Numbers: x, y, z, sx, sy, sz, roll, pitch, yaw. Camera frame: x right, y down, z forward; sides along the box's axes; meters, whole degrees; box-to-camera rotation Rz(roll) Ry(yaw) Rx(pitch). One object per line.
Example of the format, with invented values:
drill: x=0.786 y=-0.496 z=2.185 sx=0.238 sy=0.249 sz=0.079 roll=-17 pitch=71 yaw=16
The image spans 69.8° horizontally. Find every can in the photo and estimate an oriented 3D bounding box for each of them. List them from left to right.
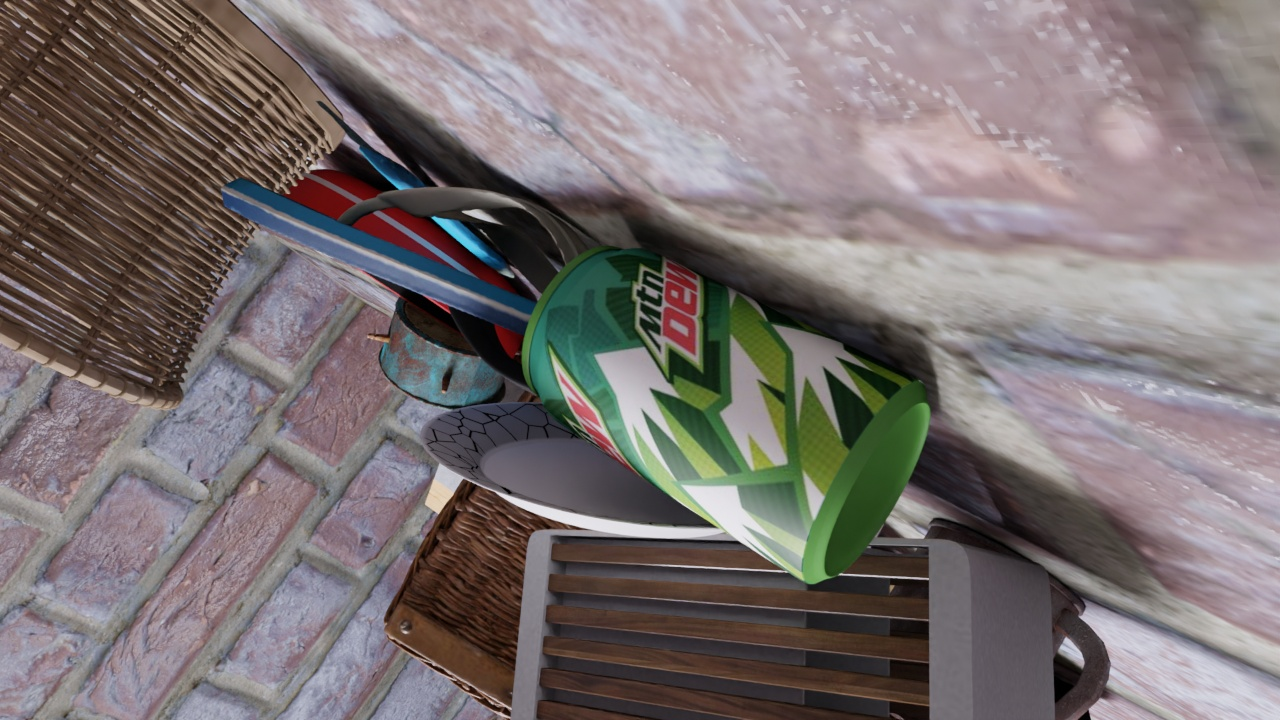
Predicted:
can: x=0.029 y=0.015 z=0.358 sx=0.144 sy=0.083 sz=0.083 roll=30 pitch=170 yaw=29

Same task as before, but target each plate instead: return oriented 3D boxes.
plate: x=-0.010 y=0.053 z=0.440 sx=0.188 sy=0.016 sz=0.188 roll=9 pitch=-170 yaw=-2

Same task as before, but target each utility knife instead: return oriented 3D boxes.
utility knife: x=-0.130 y=-0.099 z=0.552 sx=0.031 sy=0.015 sz=0.196 roll=29 pitch=173 yaw=29

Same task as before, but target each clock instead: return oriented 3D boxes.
clock: x=-0.166 y=-0.010 z=0.848 sx=0.121 sy=0.073 sz=0.157 roll=33 pitch=-153 yaw=19

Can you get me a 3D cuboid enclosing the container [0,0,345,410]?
container: x=-0.307 y=-0.116 z=0.523 sx=0.227 sy=0.196 sz=0.227 roll=34 pitch=171 yaw=6

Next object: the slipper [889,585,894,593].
slipper: x=0.151 y=0.201 z=0.695 sx=0.111 sy=0.079 sz=0.261 roll=4 pitch=151 yaw=43

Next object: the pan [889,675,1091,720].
pan: x=0.177 y=0.279 z=0.750 sx=0.356 sy=0.034 sz=0.225 roll=-2 pitch=172 yaw=1

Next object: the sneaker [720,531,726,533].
sneaker: x=0.011 y=0.085 z=0.824 sx=0.241 sy=0.089 sz=0.102 roll=46 pitch=-153 yaw=14

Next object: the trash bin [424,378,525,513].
trash bin: x=-0.071 y=0.137 z=0.966 sx=0.247 sy=0.142 sz=0.143 roll=34 pitch=132 yaw=6

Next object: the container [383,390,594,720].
container: x=-0.064 y=0.127 z=0.667 sx=0.162 sy=0.250 sz=0.183 roll=31 pitch=178 yaw=4

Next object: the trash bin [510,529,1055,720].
trash bin: x=0.063 y=0.147 z=0.443 sx=0.229 sy=0.114 sz=0.114 roll=-7 pitch=163 yaw=37

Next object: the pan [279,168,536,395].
pan: x=-0.136 y=-0.050 z=0.642 sx=0.209 sy=0.067 sz=0.357 roll=38 pitch=171 yaw=-39

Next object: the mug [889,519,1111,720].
mug: x=0.181 y=0.158 z=0.488 sx=0.096 sy=0.110 sz=0.123 roll=34 pitch=173 yaw=-29

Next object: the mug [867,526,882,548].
mug: x=0.093 y=0.090 z=0.560 sx=0.094 sy=0.068 sz=0.115 roll=28 pitch=169 yaw=37

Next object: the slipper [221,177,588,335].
slipper: x=-0.063 y=-0.044 z=0.478 sx=0.295 sy=0.060 sz=0.118 roll=22 pitch=177 yaw=-3
